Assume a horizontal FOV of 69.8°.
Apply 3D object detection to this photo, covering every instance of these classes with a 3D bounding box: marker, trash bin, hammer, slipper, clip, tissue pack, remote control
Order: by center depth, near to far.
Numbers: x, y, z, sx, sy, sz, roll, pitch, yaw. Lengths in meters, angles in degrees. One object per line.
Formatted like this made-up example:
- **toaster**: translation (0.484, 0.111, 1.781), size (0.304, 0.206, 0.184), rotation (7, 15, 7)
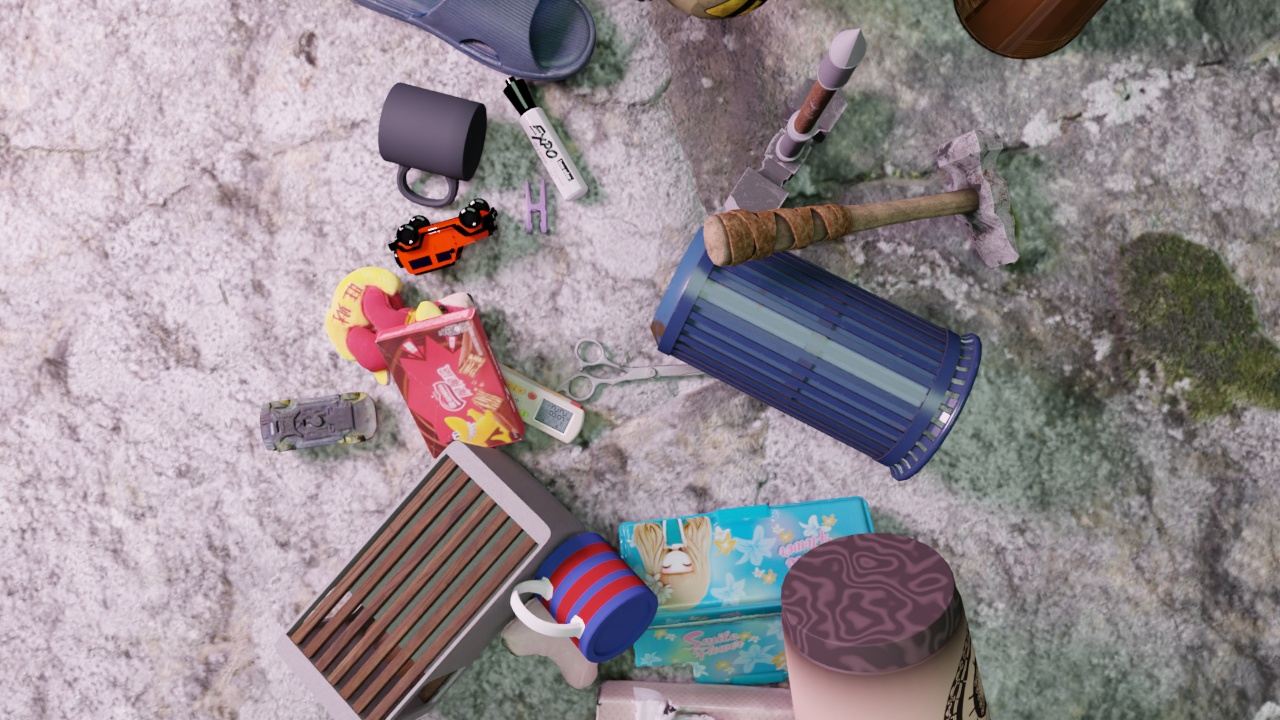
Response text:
- **hammer**: translation (0.129, -0.188, 0.695), size (0.043, 0.322, 0.156), rotation (33, 90, 1)
- **hammer**: translation (0.192, -0.119, 0.766), size (0.318, 0.049, 0.121), rotation (-12, 89, -27)
- **trash bin**: translation (0.142, -0.015, 0.787), size (0.249, 0.139, 0.139), rotation (27, 90, 3)
- **trash bin**: translation (-0.174, 0.193, 0.789), size (0.114, 0.114, 0.229), rotation (42, 90, 14)
- **tissue pack**: translation (0.048, 0.337, 0.814), size (0.181, 0.071, 0.104), rotation (4, 100, 4)
- **slipper**: translation (-0.162, -0.339, 0.817), size (0.263, 0.082, 0.101), rotation (22, 76, 3)
- **remote control**: translation (-0.110, 0.034, 0.844), size (0.125, 0.018, 0.038), rotation (27, 113, 0)
- **marker**: translation (-0.089, -0.206, 0.848), size (0.025, 0.025, 0.126), rotation (-30, 89, 0)
- **clip**: translation (-0.093, -0.143, 0.854), size (0.037, 0.013, 0.053), rotation (14, 92, 2)

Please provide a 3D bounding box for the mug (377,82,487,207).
- **mug**: translation (-0.190, -0.191, 0.834), size (0.077, 0.071, 0.105), rotation (15, 116, 1)

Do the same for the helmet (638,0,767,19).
- **helmet**: translation (0.071, -0.399, 0.721), size (0.233, 0.255, 0.250), rotation (-20, 90, 4)

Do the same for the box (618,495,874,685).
- **box**: translation (0.101, 0.215, 0.817), size (0.227, 0.083, 0.172), rotation (-6, 89, 1)

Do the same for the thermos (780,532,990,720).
- **thermos**: translation (0.196, 0.267, 0.730), size (0.173, 0.172, 0.226), rotation (-15, 114, 1)

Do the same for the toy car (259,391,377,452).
- **toy car**: translation (-0.295, 0.056, 0.845), size (0.105, 0.033, 0.048), rotation (-6, 87, -3)

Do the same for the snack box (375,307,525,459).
- **snack box**: translation (-0.166, 0.023, 0.812), size (0.089, 0.021, 0.133), rotation (-13, 121, 8)

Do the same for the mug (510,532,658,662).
- **mug**: translation (-0.050, 0.197, 0.747), size (0.076, 0.111, 0.075), rotation (41, 120, 35)

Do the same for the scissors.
- **scissors**: translation (-0.004, 0.020, 0.850), size (0.171, 0.014, 0.090), rotation (18, 91, 3)

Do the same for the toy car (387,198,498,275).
- **toy car**: translation (-0.177, -0.112, 0.834), size (0.100, 0.051, 0.049), rotation (-14, 109, 7)

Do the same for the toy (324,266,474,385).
- **toy**: translation (-0.222, -0.029, 0.832), size (0.137, 0.067, 0.105), rotation (10, 88, 8)

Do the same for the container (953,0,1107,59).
- **container**: translation (0.354, -0.347, 0.769), size (0.132, 0.167, 0.132), rotation (0, 89, 1)

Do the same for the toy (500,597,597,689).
- **toy**: translation (-0.066, 0.236, 0.829), size (0.099, 0.053, 0.095), rotation (35, 67, -18)
